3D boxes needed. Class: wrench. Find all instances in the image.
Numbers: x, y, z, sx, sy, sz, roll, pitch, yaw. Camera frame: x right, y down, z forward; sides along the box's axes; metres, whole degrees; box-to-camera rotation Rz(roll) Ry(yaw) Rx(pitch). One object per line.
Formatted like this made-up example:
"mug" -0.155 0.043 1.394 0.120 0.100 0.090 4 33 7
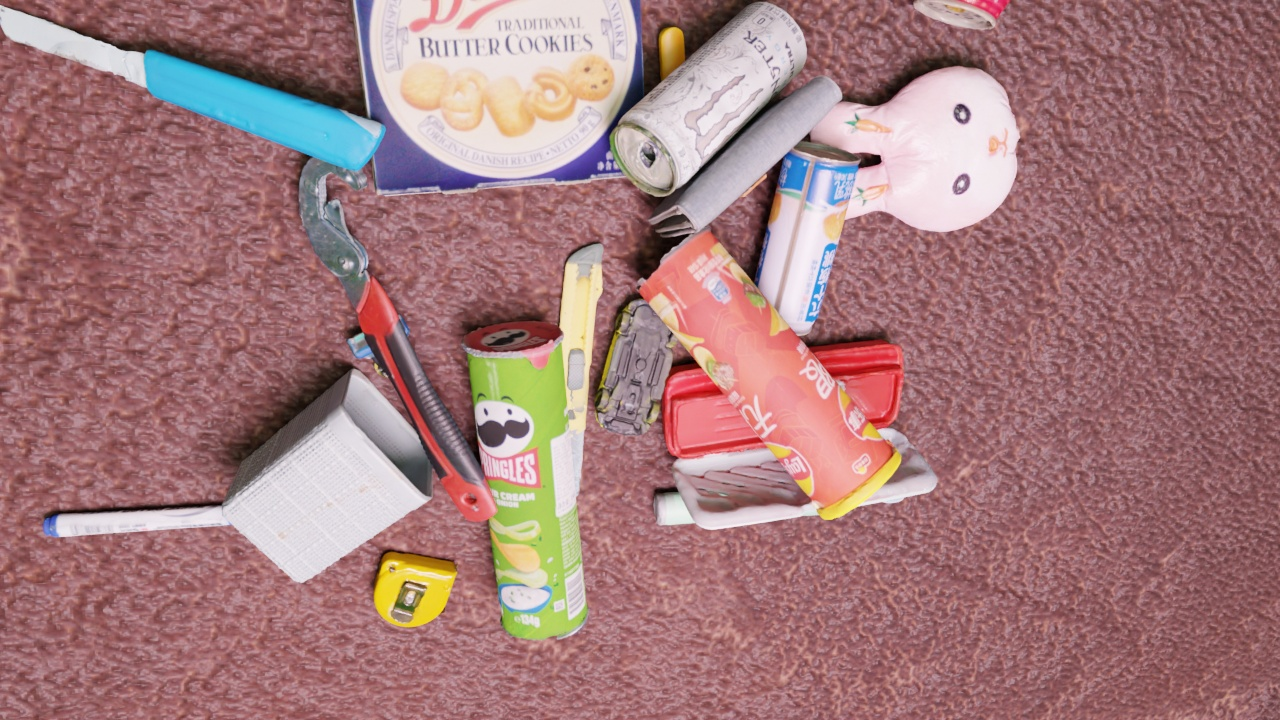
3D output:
"wrench" -0.164 -0.008 0.625 0.056 0.016 0.273 -14 107 24

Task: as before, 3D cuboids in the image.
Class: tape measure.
"tape measure" -0.177 0.178 0.709 0.060 0.029 0.057 16 104 -19

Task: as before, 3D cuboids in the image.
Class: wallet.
"wallet" 0.068 -0.132 0.624 0.129 0.106 0.037 -44 101 -6

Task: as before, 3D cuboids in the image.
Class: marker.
"marker" -0.340 0.113 0.651 0.145 0.017 0.017 -2 108 -14
"marker" 0.025 -0.171 0.652 0.018 0.015 0.124 -12 113 -17

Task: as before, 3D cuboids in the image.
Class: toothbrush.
"toothbrush" 0.120 0.118 0.766 0.224 0.027 0.026 -1 71 -14

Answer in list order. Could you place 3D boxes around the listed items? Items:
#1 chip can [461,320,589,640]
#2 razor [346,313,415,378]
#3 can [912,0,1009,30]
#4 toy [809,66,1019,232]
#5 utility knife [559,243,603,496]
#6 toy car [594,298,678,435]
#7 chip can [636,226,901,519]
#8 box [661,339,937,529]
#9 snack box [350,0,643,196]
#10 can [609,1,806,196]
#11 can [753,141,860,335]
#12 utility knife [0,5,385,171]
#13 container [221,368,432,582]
"chip can" -0.081 0.092 0.681 0.072 0.072 0.236 -8 110 -12
"razor" -0.157 0.033 0.668 0.042 0.022 0.143 -27 110 1
"can" 0.235 -0.287 0.639 0.066 0.066 0.094 14 104 -19
"toy" 0.207 -0.153 0.687 0.159 0.054 0.121 -10 109 -3
"utility knife" -0.049 0.011 0.696 0.031 0.021 0.202 3 112 -9
"toy car" -0.004 0.004 0.694 0.048 0.032 0.105 15 92 -18
"chip can" 0.090 0.008 0.653 0.073 0.073 0.216 -39 86 0
"box" 0.124 0.056 0.707 0.201 0.100 0.110 -7 113 -13
"snack box" -0.091 -0.205 0.594 0.177 0.046 0.183 -7 110 -12
"can" 0.046 -0.173 0.605 0.146 0.058 0.058 -47 115 -23
"can" 0.118 -0.088 0.673 0.053 0.053 0.135 3 116 -16
"utility knife" -0.272 -0.167 0.554 0.234 0.018 0.034 19 110 -6
"container" -0.216 0.081 0.635 0.111 0.090 0.090 -36 113 2
